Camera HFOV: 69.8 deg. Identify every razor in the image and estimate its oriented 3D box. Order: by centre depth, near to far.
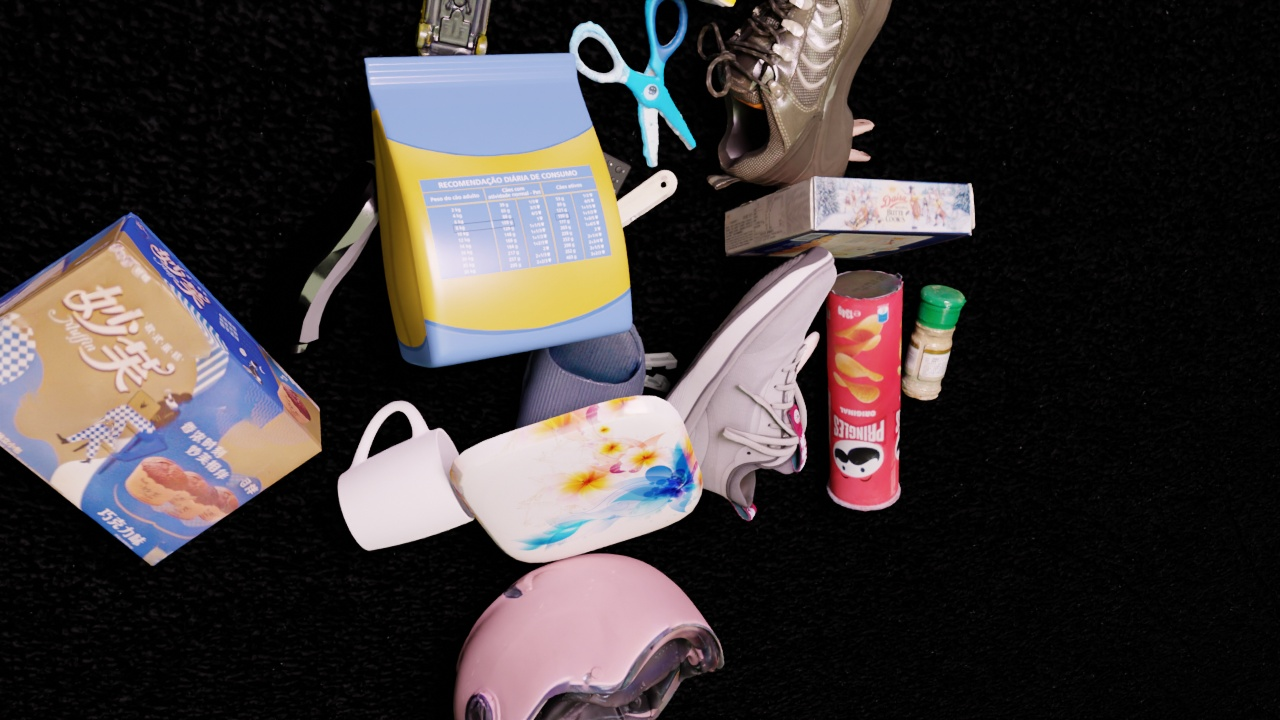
[{"bbox_3d":[-0.226,-0.078,0.665,0.060,0.057,0.156,4,119,-58],"label":"razor"}]

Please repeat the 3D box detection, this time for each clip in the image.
[{"bbox_3d":[0.170,-0.181,0.780,0.060,0.024,0.040,-16,118,-1],"label":"clip"},{"bbox_3d":[-0.007,0.014,0.812,0.078,0.023,0.049,-5,116,-21],"label":"clip"}]

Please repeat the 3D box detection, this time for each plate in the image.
[{"bbox_3d":[-0.045,0.106,0.743,0.187,0.016,0.187,-18,140,3],"label":"plate"}]

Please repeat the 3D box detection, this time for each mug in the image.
[{"bbox_3d":[-0.198,0.093,0.754,0.087,0.081,0.114,-21,90,-1],"label":"mug"}]

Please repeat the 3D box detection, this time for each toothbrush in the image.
[{"bbox_3d":[0.120,0.049,0.882,0.015,0.018,0.181,26,104,-30],"label":"toothbrush"}]

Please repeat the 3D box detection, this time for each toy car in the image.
[{"bbox_3d":[-0.125,-0.247,0.626,0.049,0.030,0.107,5,115,-25],"label":"toy car"}]

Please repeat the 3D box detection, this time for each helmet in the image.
[{"bbox_3d":[-0.068,0.272,0.832,0.229,0.152,0.256,1,136,-50],"label":"helmet"}]

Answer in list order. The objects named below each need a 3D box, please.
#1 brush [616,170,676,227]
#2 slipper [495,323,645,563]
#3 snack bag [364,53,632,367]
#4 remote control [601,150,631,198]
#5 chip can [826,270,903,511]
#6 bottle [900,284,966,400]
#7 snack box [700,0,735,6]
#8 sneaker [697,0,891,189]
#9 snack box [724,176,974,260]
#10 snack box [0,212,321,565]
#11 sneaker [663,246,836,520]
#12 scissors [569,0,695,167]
[{"bbox_3d":[-0.061,-0.088,0.745,0.217,0.012,0.033,-35,123,-3],"label":"brush"},{"bbox_3d":[-0.064,0.079,0.774,0.101,0.082,0.264,15,114,-10],"label":"slipper"},{"bbox_3d":[-0.101,-0.109,0.646,0.158,0.102,0.205,-12,99,-28],"label":"snack bag"},{"bbox_3d":[-0.071,-0.164,0.702,0.140,0.009,0.030,21,107,-29],"label":"remote control"},{"bbox_3d":[0.213,0.029,0.876,0.073,0.073,0.233,-15,119,-14],"label":"chip can"},{"bbox_3d":[0.284,-0.016,0.897,0.043,0.043,0.111,-5,118,-19],"label":"bottle"},{"bbox_3d":[0.064,-0.372,0.616,0.110,0.061,0.230,20,107,-28],"label":"snack box"},{"bbox_3d":[0.092,-0.233,0.678,0.142,0.101,0.238,-10,125,-24],"label":"sneaker"},{"bbox_3d":[0.163,-0.111,0.741,0.145,0.145,0.042,-2,89,-21],"label":"snack box"},{"bbox_3d":[-0.355,0.025,0.654,0.155,0.069,0.203,-34,123,-3],"label":"snack box"},{"bbox_3d":[0.101,0.027,0.759,0.129,0.096,0.264,34,124,3],"label":"sneaker"},{"bbox_3d":[0.015,-0.219,0.706,0.114,0.013,0.140,-43,120,2],"label":"scissors"}]
